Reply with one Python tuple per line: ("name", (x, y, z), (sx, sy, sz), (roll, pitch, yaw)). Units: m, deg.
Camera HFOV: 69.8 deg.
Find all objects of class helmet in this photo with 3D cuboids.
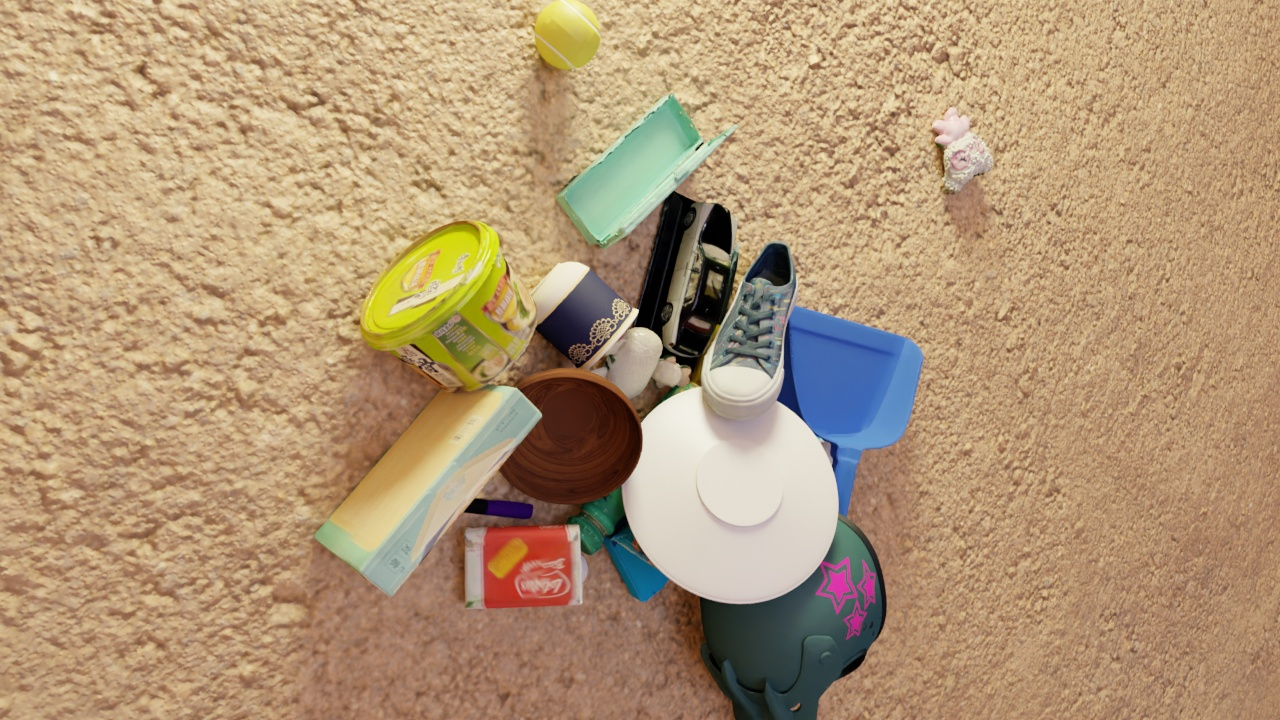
("helmet", (0.162, 0.304, 1.027), (0.199, 0.177, 0.275), (-33, 123, -33))

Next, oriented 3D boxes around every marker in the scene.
("marker", (-0.164, 0.140, 0.893), (0.133, 0.018, 0.015), (13, 42, -33))

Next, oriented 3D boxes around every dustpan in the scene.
("dustpan", (0.241, 0.077, 1.119), (0.245, 0.060, 0.257), (12, 90, -33))

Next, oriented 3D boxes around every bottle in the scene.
("bottle", (0.001, 0.114, 0.970), (0.209, 0.068, 0.068), (-47, 115, -23))

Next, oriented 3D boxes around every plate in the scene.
("plate", (0.096, 0.126, 0.924), (0.229, 0.030, 0.229), (5, 66, -10))

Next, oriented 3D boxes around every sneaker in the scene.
("sneaker", (0.120, -0.040, 0.983), (0.079, 0.087, 0.234), (85, 20, -45))

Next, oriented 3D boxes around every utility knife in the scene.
("utility knife", (0.089, -0.054, 1.044), (0.020, 0.029, 0.172), (17, 82, -11))

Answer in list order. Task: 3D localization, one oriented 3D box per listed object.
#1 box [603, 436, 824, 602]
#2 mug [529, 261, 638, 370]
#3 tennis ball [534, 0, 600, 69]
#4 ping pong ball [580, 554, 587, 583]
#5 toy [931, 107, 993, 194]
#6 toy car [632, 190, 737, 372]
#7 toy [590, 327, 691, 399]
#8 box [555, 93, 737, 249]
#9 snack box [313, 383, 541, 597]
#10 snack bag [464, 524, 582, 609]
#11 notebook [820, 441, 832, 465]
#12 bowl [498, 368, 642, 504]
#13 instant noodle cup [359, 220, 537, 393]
("box", (0.090, 0.163, 0.995), (0.242, 0.115, 0.094), (-34, 112, -24))
("mug", (-0.061, -0.054, 0.919), (0.089, 0.086, 0.111), (43, 24, -9))
("tennis ball", (-0.072, -0.321, 0.905), (0.065, 0.065, 0.065), (-1, 93, -33))
("ping pong ball", (-0.074, 0.215, 0.941), (0.040, 0.040, 0.040), (-1, 93, -33))
("toy", (0.440, -0.292, 1.260), (0.095, 0.041, 0.109), (-36, 105, -25))
("toy car", (0.060, -0.085, 1.001), (0.094, 0.071, 0.191), (20, 80, -33))
("toy", (-0.006, 0.006, 0.961), (0.112, 0.050, 0.087), (1, 126, -32))
("box", (0.014, -0.201, 0.951), (0.187, 0.093, 0.077), (-46, 116, -23))
("snack box", (-0.189, 0.101, 0.800), (0.044, 0.142, 0.193), (48, 67, -25))
("snack bag", (-0.114, 0.199, 0.890), (0.116, 0.036, 0.077), (-1, 93, -5))
("notebook", (0.174, 0.080, 1.117), (0.245, 0.013, 0.178), (12, 87, -33))
("bowl", (-0.072, 0.063, 0.908), (0.147, 0.068, 0.147), (-1, 118, -2))
("instant noodle cup", (-0.165, -0.043, 0.816), (0.146, 0.146, 0.098), (-54, 128, -20))
